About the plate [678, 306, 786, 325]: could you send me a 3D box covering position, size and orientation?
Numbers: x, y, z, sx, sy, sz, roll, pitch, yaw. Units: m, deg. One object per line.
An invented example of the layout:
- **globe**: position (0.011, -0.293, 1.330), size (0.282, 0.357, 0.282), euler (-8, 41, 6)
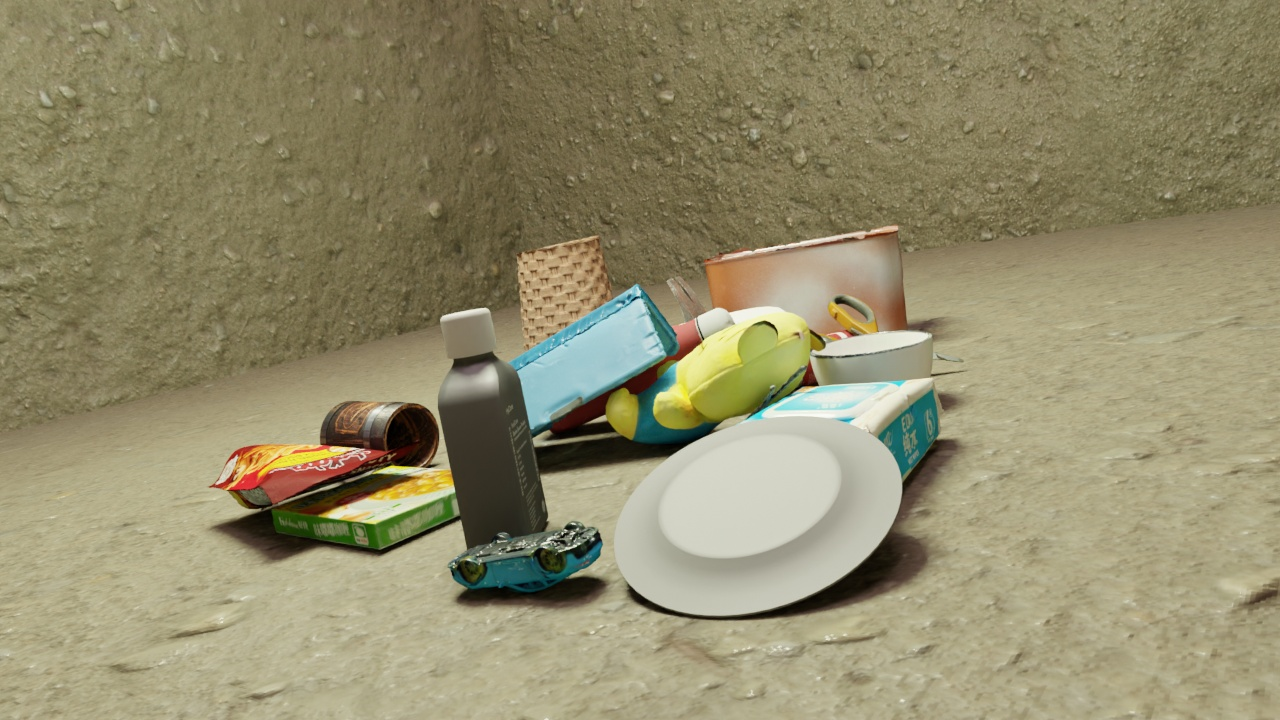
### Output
- **plate**: position (0.084, -0.002, 1.052), size (0.187, 0.016, 0.186), euler (-12, 32, 19)

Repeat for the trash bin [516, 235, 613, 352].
- **trash bin**: position (-0.103, -0.058, 1.284), size (0.151, 0.210, 0.151), euler (-11, 8, 1)

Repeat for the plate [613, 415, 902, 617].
- **plate**: position (0.066, 0.083, 0.556), size (0.178, 0.012, 0.178), euler (-17, 27, 9)

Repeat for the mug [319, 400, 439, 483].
- **mug**: position (-0.290, 0.095, 0.984), size (0.107, 0.080, 0.115), euler (-2, 39, 38)

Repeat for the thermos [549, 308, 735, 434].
- **thermos**: position (-0.006, 0.006, 1.010), size (0.240, 0.073, 0.073), euler (-24, 5, 15)

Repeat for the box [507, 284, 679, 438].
- **box**: position (-0.068, 0.037, 0.915), size (0.232, 0.094, 0.112), euler (-29, 43, 10)

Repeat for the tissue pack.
- **tissue pack**: position (0.151, 0.057, 0.691), size (0.117, 0.066, 0.208), euler (-5, 8, 32)

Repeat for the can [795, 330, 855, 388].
- **can**: position (0.204, -0.001, 1.056), size (0.096, 0.054, 0.054), euler (-11, 8, -8)

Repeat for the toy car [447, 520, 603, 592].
- **toy car**: position (-0.073, 0.128, 0.583), size (0.105, 0.032, 0.048), euler (-13, 7, 24)

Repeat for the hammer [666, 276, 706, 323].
- **hammer**: position (-0.016, -0.027, 1.345), size (0.034, 0.138, 0.315), euler (-21, 5, -42)

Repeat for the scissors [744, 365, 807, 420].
- **scissors**: position (0.107, 0.043, 0.783), size (0.142, 0.014, 0.146), euler (-44, -18, 29)

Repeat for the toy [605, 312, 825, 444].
- **toy**: position (0.073, 0.019, 0.848), size (0.215, 0.084, 0.148), euler (-28, 2, 40)

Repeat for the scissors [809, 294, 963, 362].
- **scissors**: position (0.238, -0.026, 1.016), size (0.225, 0.016, 0.228), euler (7, 28, 5)

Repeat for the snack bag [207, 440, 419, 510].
- **snack bag**: position (-0.312, 0.109, 0.858), size (0.138, 0.066, 0.208), euler (-12, 3, -41)

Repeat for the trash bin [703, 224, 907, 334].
- **trash bin**: position (0.232, -0.089, 1.273), size (0.260, 0.157, 0.181), euler (-7, 9, 16)

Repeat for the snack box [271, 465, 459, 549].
- **snack box**: position (-0.223, 0.125, 0.810), size (0.168, 0.027, 0.131), euler (-4, 10, 41)

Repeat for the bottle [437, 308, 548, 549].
- **bottle**: position (-0.111, 0.050, 0.669), size (0.046, 0.174, 0.083), euler (-10, 8, 5)

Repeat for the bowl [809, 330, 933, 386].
- **bowl**: position (0.225, 0.014, 0.882), size (0.116, 0.066, 0.116), euler (-10, 8, 1)
